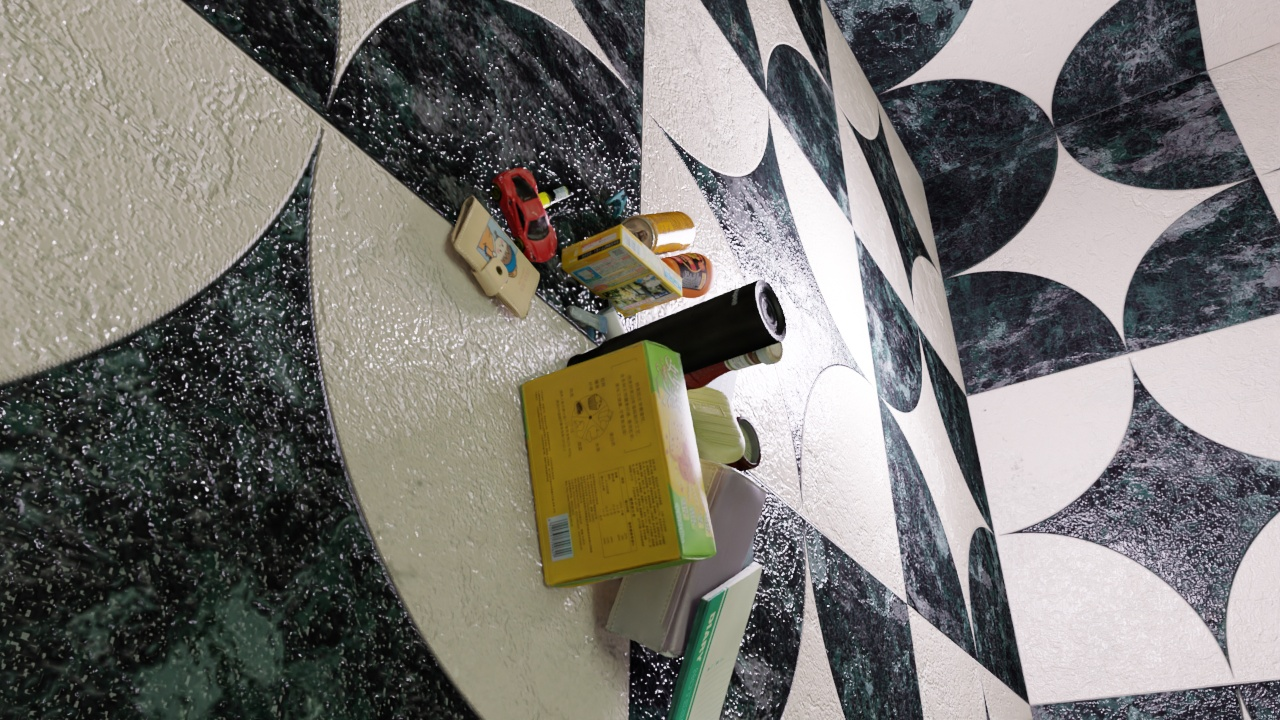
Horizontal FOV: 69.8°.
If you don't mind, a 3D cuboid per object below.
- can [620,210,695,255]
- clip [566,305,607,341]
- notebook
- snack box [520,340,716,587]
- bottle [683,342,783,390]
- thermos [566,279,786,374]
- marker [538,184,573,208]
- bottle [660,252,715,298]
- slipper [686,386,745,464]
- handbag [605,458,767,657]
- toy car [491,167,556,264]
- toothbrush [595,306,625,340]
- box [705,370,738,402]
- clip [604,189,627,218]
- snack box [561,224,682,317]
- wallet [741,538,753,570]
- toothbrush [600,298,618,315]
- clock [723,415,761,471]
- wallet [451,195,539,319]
[{"bbox_3d":[0.023,-0.174,1.262,0.145,0.058,0.058,-23,94,-62],"label":"can"},{"bbox_3d":[-0.065,-0.048,1.068,0.058,0.045,0.027,31,50,-38],"label":"clip"},{"bbox_3d":[0.071,0.327,0.974,0.150,0.012,0.209,-5,112,-61],"label":"notebook"},{"bbox_3d":[-0.025,0.104,0.896,0.070,0.158,0.209,19,57,-57],"label":"snack box"},{"bbox_3d":[0.069,0.002,1.035,0.059,0.207,0.059,13,72,-44],"label":"bottle"},{"bbox_3d":[0.032,-0.005,0.974,0.068,0.243,0.089,47,35,-34],"label":"thermos"},{"bbox_3d":[-0.108,-0.192,1.086,0.018,0.015,0.123,60,26,-8],"label":"marker"},{"bbox_3d":[0.045,-0.118,1.272,0.149,0.067,0.066,-7,80,-55],"label":"bottle"},{"bbox_3d":[0.067,0.086,1.103,0.091,0.082,0.190,16,18,-14],"label":"slipper"},{"bbox_3d":[0.052,0.205,0.972,0.145,0.098,0.197,34,74,-55],"label":"handbag"},{"bbox_3d":[-0.123,-0.158,1.003,0.049,0.031,0.106,-28,101,-40],"label":"toy car"},{"bbox_3d":[0.002,0.036,1.130,0.221,0.026,0.026,64,-4,-14],"label":"toothbrush"},{"bbox_3d":[0.090,0.009,1.272,0.090,0.060,0.183,53,31,-29],"label":"box"},{"bbox_3d":[-0.031,-0.214,1.236,0.039,0.014,0.055,59,29,-24],"label":"clip"},{"bbox_3d":[-0.020,-0.105,1.110,0.140,0.087,0.033,37,43,-47],"label":"snack box"},{"bbox_3d":[0.129,0.220,1.231,0.097,0.019,0.120,22,69,-58],"label":"wallet"},{"bbox_3d":[-0.007,0.007,1.144,0.189,0.016,0.014,65,32,-13],"label":"toothbrush"},{"bbox_3d":[0.121,0.120,1.262,0.121,0.055,0.082,-6,80,-60],"label":"clock"},{"bbox_3d":[-0.150,-0.102,0.946,0.115,0.024,0.087,52,28,-35],"label":"wallet"}]
